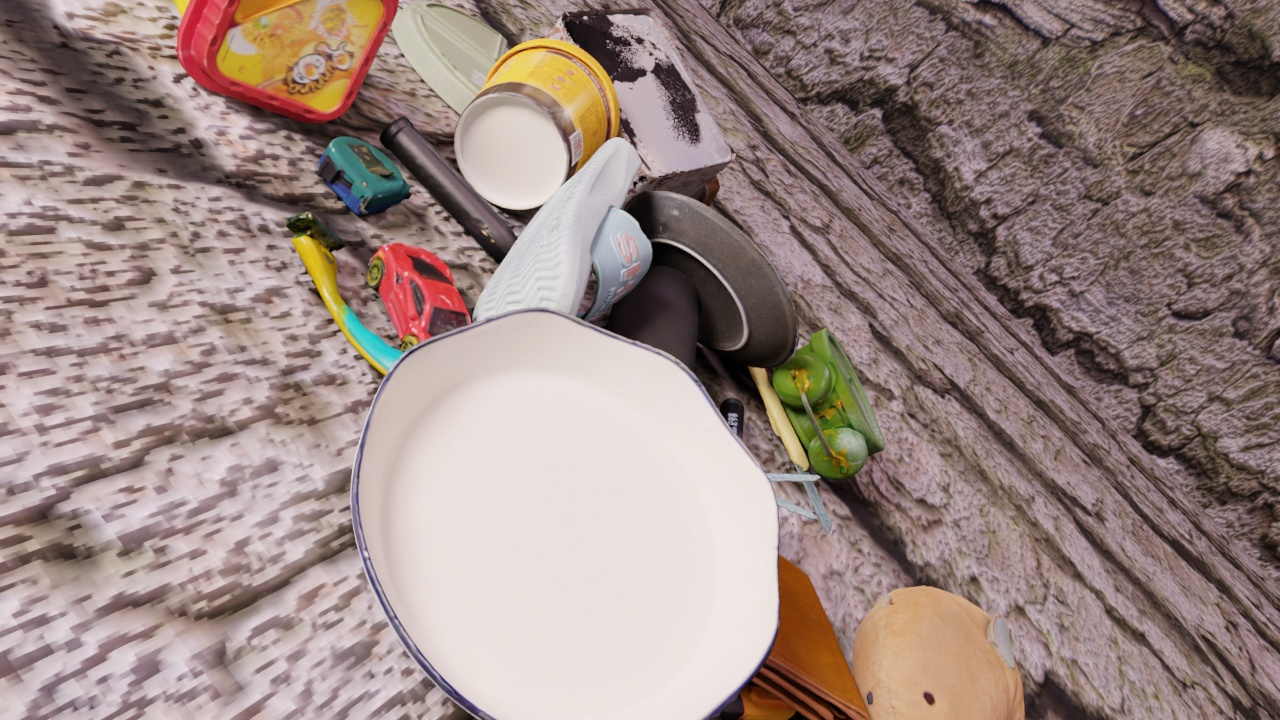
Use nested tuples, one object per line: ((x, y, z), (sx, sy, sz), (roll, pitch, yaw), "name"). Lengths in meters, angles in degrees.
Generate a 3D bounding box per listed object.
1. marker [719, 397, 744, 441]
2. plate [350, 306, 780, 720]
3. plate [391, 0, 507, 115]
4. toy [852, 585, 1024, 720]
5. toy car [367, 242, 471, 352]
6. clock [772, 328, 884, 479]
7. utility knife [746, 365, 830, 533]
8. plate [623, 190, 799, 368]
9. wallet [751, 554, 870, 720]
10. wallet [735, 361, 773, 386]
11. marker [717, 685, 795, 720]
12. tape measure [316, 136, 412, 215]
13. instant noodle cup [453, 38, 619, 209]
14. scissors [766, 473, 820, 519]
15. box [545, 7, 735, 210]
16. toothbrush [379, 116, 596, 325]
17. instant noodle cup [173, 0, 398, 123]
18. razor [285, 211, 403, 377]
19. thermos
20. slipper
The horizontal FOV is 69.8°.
((0.065, 0.066, 0.677), (0.020, 0.022, 0.131), (33, 25, -8), "marker")
((-0.031, 0.073, 0.416), (0.204, 0.046, 0.204), (16, 53, -22), "plate")
((-0.136, -0.271, 0.898), (0.230, 0.028, 0.229), (34, 26, -20), "plate")
((0.167, 0.206, 0.533), (0.225, 0.083, 0.143), (-4, 66, -59), "toy")
((-0.119, -0.025, 0.527), (0.049, 0.031, 0.106), (11, 42, -49), "toy car")
((0.159, 0.038, 0.784), (0.116, 0.056, 0.161), (62, 17, -2), "clock")
((0.120, 0.051, 0.774), (0.031, 0.021, 0.208), (17, 38, -47), "utility knife")
((0.047, -0.056, 0.727), (0.179, 0.024, 0.180), (38, -23, 19), "plate")
((0.070, 0.142, 0.530), (0.119, 0.035, 0.130), (33, 16, -15), "wallet")
((0.089, -0.025, 0.865), (0.122, 0.020, 0.096), (38, 25, -18), "wallet")
((0.041, 0.174, 0.473), (0.123, 0.015, 0.018), (22, 30, -41), "marker")
((-0.179, -0.120, 0.592), (0.054, 0.025, 0.058), (45, 23, -1), "tape measure")
((-0.086, -0.186, 0.739), (0.118, 0.119, 0.114), (39, 32, -12), "instant noodle cup")
((0.055, 0.074, 0.601), (0.133, 0.017, 0.131), (2, 19, -19), "scissors")
((0.008, -0.235, 0.910), (0.179, 0.133, 0.271), (62, 19, 5), "box")
((-0.103, -0.089, 0.658), (0.212, 0.026, 0.027), (46, 23, -4), "toothbrush")
((-0.238, -0.233, 0.589), (0.116, 0.116, 0.123), (11, 29, -50), "instant noodle cup")
((-0.144, -0.022, 0.483), (0.132, 0.028, 0.043), (50, -6, 18), "razor")
((-0.004, 0.004, 0.602), (0.090, 0.068, 0.242), (57, 19, -20), "thermos")
((-0.040, -0.069, 0.609), (0.074, 0.104, 0.244), (42, 34, -17), "slipper")
